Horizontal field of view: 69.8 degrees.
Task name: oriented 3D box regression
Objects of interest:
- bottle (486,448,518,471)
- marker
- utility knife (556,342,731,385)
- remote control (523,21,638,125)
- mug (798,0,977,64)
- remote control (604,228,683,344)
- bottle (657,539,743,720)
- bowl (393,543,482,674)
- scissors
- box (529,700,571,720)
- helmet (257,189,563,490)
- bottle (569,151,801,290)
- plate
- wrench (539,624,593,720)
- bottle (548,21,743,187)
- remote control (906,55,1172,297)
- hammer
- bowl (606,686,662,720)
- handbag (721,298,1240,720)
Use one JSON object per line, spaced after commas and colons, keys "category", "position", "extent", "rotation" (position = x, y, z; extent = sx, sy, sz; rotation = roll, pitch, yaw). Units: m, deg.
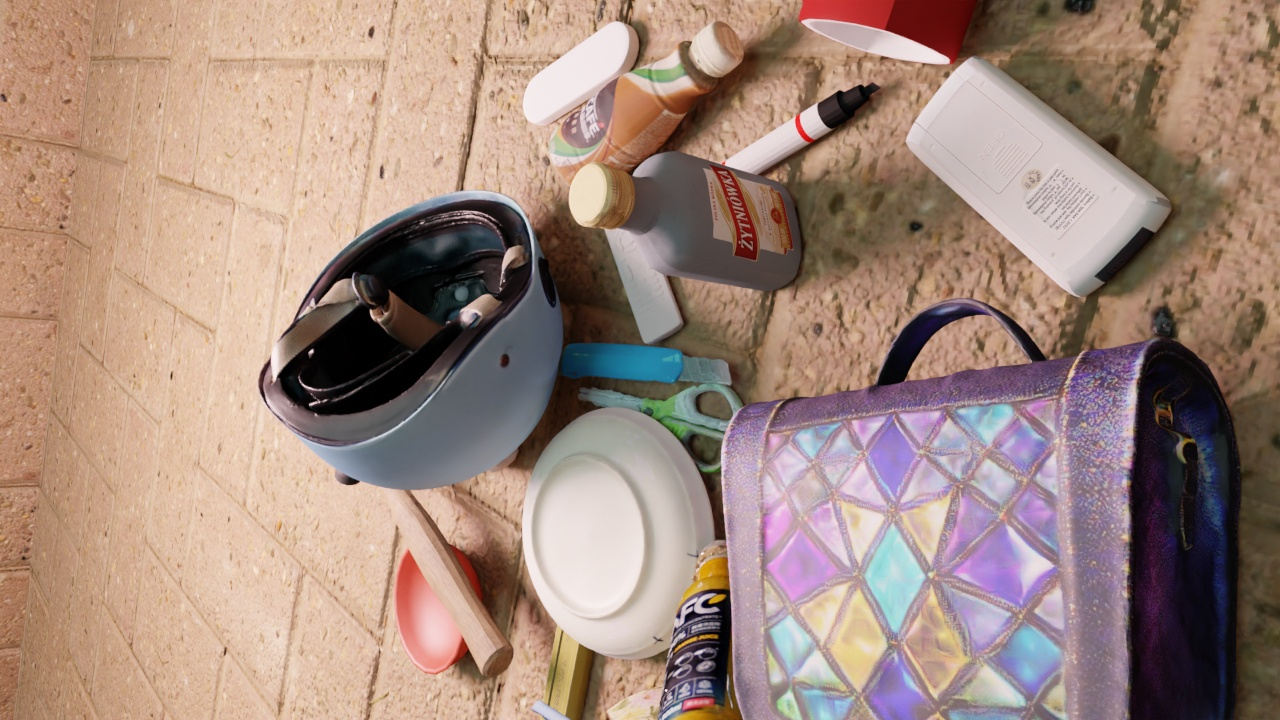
{"category": "bottle", "position": [-0.165, 0.075, 0.826], "extent": [0.136, 0.044, 0.044], "rotation": [-2, 86, 46]}
{"category": "marker", "position": [0.091, -0.140, 0.590], "extent": [0.146, 0.019, 0.019], "rotation": [-25, 69, 43]}
{"category": "utility knife", "position": [-0.004, 0.004, 0.681], "extent": [0.198, 0.015, 0.031], "rotation": [5, 85, 50]}
{"category": "remote control", "position": [-0.051, -0.233, 0.751], "extent": [0.137, 0.013, 0.043], "rotation": [-17, 75, 45]}
{"category": "mug", "position": [0.135, -0.226, 0.508], "extent": [0.116, 0.080, 0.097], "rotation": [34, 111, 50]}
{"category": "remote control", "position": [-0.001, -0.075, 0.684], "extent": [0.033, 0.012, 0.130], "rotation": [-30, 65, 25]}
{"category": "bottle", "position": [0.043, 0.163, 0.516], "extent": [0.053, 0.185, 0.053], "rotation": [3, 110, 8]}
{"category": "bowl", "position": [-0.180, 0.220, 0.837], "extent": [0.122, 0.035, 0.122], "rotation": [-5, 84, 46]}
{"category": "scissors", "position": [0.007, 0.038, 0.670], "extent": [0.174, 0.033, 0.065], "rotation": [14, 100, 50]}
{"category": "box", "position": [0.007, 0.291, 0.598], "extent": [0.210, 0.039, 0.126], "rotation": [0, 116, 56]}
{"category": "helmet", "position": [-0.165, -0.012, 0.727], "extent": [0.226, 0.167, 0.265], "rotation": [-9, 49, 16]}
{"category": "bottle", "position": [0.029, -0.085, 0.547], "extent": [0.046, 0.161, 0.072], "rotation": [-20, 72, 44]}
{"category": "plate", "position": [-0.029, 0.125, 0.661], "extent": [0.183, 0.034, 0.182], "rotation": [-2, 86, 41]}
{"category": "wrench", "position": [-0.047, 0.212, 0.710], "extent": [0.084, 0.018, 0.273], "rotation": [16, 99, 45]}
{"category": "bottle", "position": [0.003, -0.181, 0.656], "extent": [0.168, 0.059, 0.059], "rotation": [-27, 68, 42]}
{"category": "remote control", "position": [0.197, -0.097, 0.470], "extent": [0.060, 0.025, 0.138], "rotation": [-55, 54, 29]}
{"category": "hammer", "position": [-0.193, 0.143, 0.801], "extent": [0.305, 0.040, 0.133], "rotation": [46, 129, 36]}
{"category": "bowl", "position": [0.055, 0.232, 0.547], "extent": [0.145, 0.145, 0.063], "rotation": [23, 67, 45]}
{"category": "handbag", "position": [0.150, 0.079, 0.431], "extent": [0.205, 0.125, 0.221], "rotation": [-13, 67, 46]}
